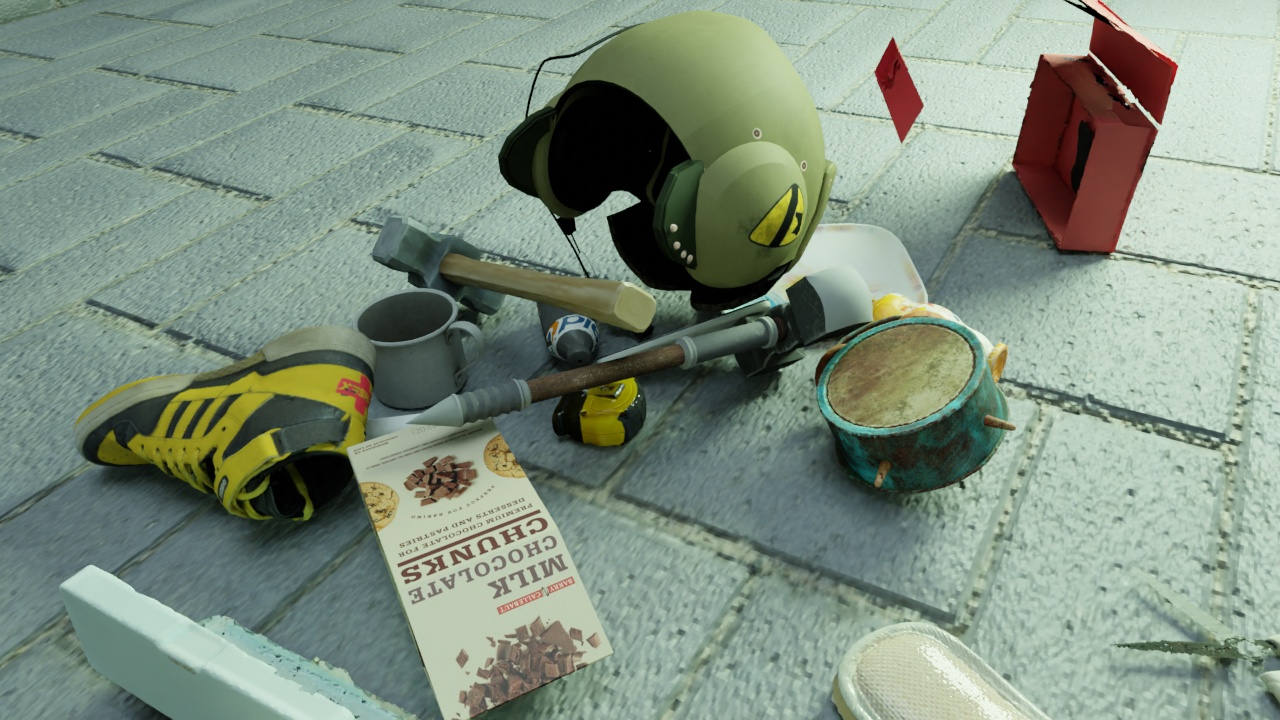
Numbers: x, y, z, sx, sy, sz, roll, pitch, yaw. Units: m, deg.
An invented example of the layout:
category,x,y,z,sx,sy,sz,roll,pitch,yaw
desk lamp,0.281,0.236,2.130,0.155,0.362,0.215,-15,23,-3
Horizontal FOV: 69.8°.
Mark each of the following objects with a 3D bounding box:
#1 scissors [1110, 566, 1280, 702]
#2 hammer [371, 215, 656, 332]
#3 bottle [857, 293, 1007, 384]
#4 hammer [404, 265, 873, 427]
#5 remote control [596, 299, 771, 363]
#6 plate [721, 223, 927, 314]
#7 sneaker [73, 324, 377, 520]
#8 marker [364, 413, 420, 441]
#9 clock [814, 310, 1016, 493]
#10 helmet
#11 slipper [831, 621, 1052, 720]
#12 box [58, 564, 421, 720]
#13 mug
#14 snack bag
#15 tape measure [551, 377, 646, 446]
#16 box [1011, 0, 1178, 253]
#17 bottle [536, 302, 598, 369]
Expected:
category,x,y,z,sx,sy,sz,roll,pitch,yaw
scissors,0.350,0.168,0.498,0.170,0.013,0.157,-6,34,-2
hammer,-0.098,-0.061,0.716,0.323,0.117,0.051,16,81,52
bottle,0.228,-0.011,0.720,0.109,0.063,0.063,24,44,32
hammer,-0.002,0.003,0.643,0.321,0.156,0.043,-14,80,-23
remote control,0.036,-0.020,0.748,0.147,0.008,0.045,-19,-9,3
plate,0.161,-0.076,0.856,0.187,0.016,0.186,-3,35,2
sneaker,-0.298,0.066,0.653,0.239,0.086,0.122,-19,54,10
marker,-0.183,0.053,0.708,0.133,0.023,0.027,-7,20,-3
clock,0.186,0.023,0.650,0.121,0.073,0.157,-25,34,10
helmet,0.039,-0.141,0.738,0.232,0.256,0.250,-34,46,-31
slipper,0.189,0.214,0.418,0.114,0.052,0.263,-20,38,-22
box,-0.201,0.167,0.483,0.198,0.078,0.122,16,0,25
mug,-0.174,-0.008,0.751,0.113,0.071,0.084,12,39,22
snack bag,-0.103,0.123,0.561,0.094,0.070,0.206,-19,38,-20
tape measure,-0.027,0.034,0.705,0.064,0.037,0.065,10,38,20
box,0.409,-0.307,0.853,0.124,0.378,0.210,-13,34,16
bottle,-0.062,-0.031,0.792,0.047,0.047,0.112,-10,36,-8
